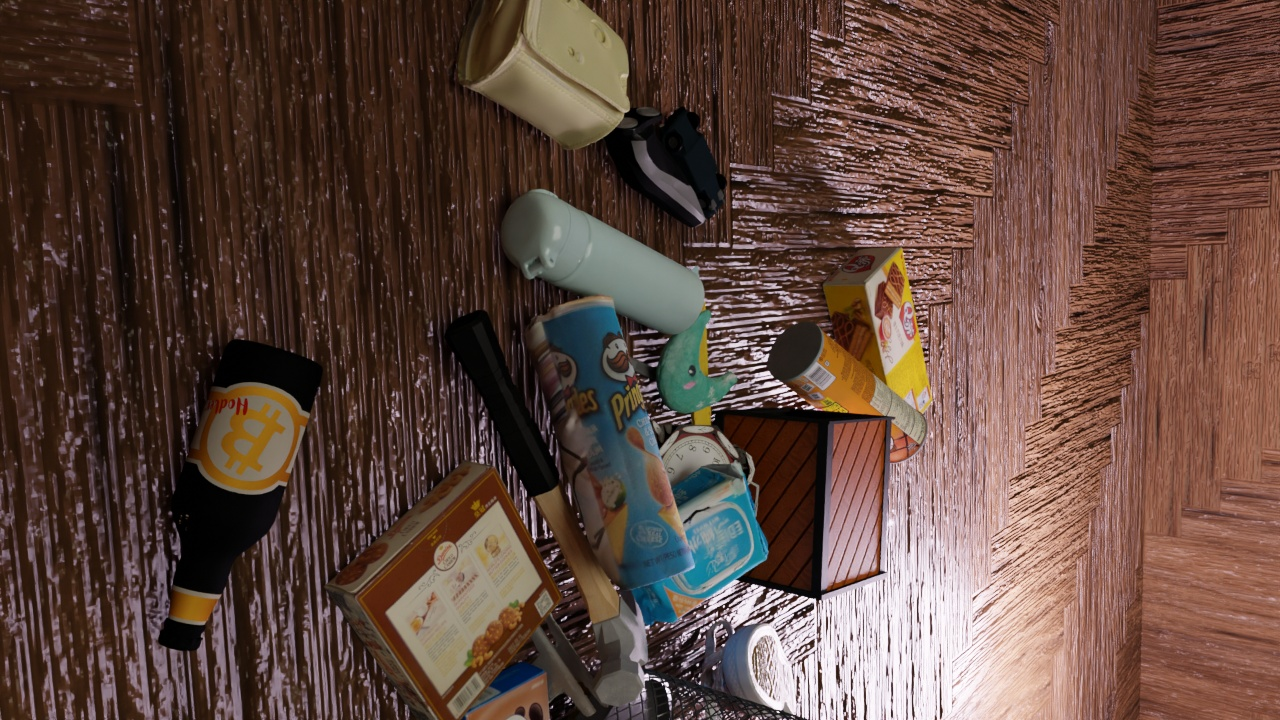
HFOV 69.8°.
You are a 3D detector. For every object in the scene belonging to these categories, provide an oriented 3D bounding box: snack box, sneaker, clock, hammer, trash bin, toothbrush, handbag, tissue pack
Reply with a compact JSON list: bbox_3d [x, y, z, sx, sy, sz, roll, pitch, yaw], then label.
[{"bbox_3d":[0.309,-0.020,1.178,0.109,0.062,0.230,-40,121,-39],"label":"snack box"},{"bbox_3d":[-0.113,0.333,0.743,0.087,0.034,0.151,-12,102,-48],"label":"snack box"},{"bbox_3d":[0.104,0.331,0.952,0.241,0.088,0.118,59,25,-58],"label":"sneaker"},{"bbox_3d":[0.052,0.123,0.887,0.154,0.065,0.114,28,73,-28],"label":"clock"},{"bbox_3d":[-0.071,0.114,0.740,0.131,0.039,0.328,-90,158,-71],"label":"hammer"},{"bbox_3d":[0.169,0.142,0.971,0.139,0.140,0.172,1,92,-49],"label":"trash bin"},{"bbox_3d":[0.063,0.385,0.767,0.217,0.228,0.218,-33,129,-54],"label":"trash bin"},{"bbox_3d":[-0.005,0.005,0.862,0.167,0.013,0.012,25,74,-49],"label":"toothbrush"},{"bbox_3d":[-0.073,-0.242,0.716,0.119,0.081,0.111,24,62,-44],"label":"handbag"},{"bbox_3d":[-0.141,0.176,0.695,0.142,0.041,0.147,-45,124,-37],"label":"snack box"},{"bbox_3d":[0.047,0.157,0.806,0.144,0.062,0.093,-29,105,-24],"label":"tissue pack"}]

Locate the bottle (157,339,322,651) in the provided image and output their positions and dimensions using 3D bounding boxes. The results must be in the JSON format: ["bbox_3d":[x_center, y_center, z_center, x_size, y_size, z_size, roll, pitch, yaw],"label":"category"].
[{"bbox_3d":[-0.248,0.081,0.553,0.059,0.059,0.181,27,72,-46],"label":"bottle"}]

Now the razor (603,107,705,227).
[{"bbox_3d":[0.015,-0.172,0.843,0.060,0.057,0.156,-41,135,-6],"label":"razor"}]

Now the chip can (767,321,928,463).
[{"bbox_3d":[0.244,0.041,1.068,0.215,0.075,0.075,35,66,-32],"label":"chip can"}]

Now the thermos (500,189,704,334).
[{"bbox_3d":[-0.029,-0.080,0.787,0.206,0.065,0.077,22,55,-47],"label":"thermos"}]

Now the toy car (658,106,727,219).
[{"bbox_3d":[0.050,-0.190,0.893,0.046,0.034,0.112,-54,130,-32],"label":"toy car"}]

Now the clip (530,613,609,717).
[{"bbox_3d":[-0.077,0.262,0.765,0.058,0.102,0.050,-50,154,22],"label":"clip"}]

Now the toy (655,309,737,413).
[{"bbox_3d":[0.051,0.010,0.886,0.085,0.033,0.105,-40,132,-20],"label":"toy"}]

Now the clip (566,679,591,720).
[{"bbox_3d":[-0.045,0.316,0.823,0.054,0.045,0.048,57,28,-36],"label":"clip"}]

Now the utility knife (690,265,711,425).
[{"bbox_3d":[0.059,-0.006,0.928,0.030,0.017,0.179,-13,106,-52],"label":"utility knife"}]

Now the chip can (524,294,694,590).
[{"bbox_3d":[-0.027,0.066,0.732,0.079,0.080,0.229,-5,73,-49],"label":"chip can"}]
